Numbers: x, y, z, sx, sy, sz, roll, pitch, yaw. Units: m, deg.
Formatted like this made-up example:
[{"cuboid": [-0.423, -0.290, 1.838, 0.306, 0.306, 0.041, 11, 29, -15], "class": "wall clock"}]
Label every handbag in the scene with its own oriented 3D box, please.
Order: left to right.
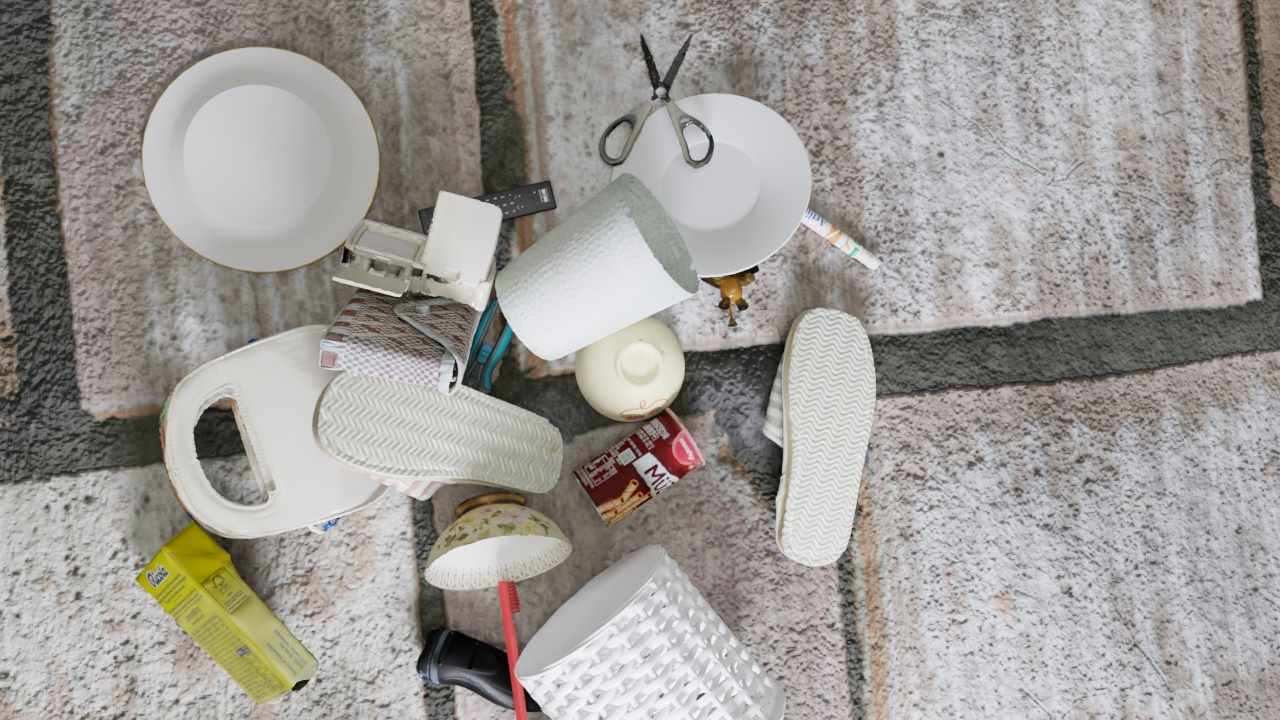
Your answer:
[{"cuboid": [-0.343, 0.075, 0.874, 0.199, 0.093, 0.200, -17, 91, -26], "class": "handbag"}, {"cuboid": [-0.217, -0.033, 0.861, 0.124, 0.185, 0.047, 10, 112, -8], "class": "handbag"}]

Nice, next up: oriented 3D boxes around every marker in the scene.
[{"cuboid": [0.201, -0.145, 1.004, 0.145, 0.017, 0.017, 33, 84, -6], "class": "marker"}]

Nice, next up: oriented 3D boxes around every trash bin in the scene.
[{"cuboid": [-0.046, -0.083, 0.892, 0.162, 0.133, 0.133, -30, 93, 19], "class": "trash bin"}]

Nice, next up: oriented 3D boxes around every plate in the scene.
[{"cuboid": [-0.380, -0.203, 0.919, 0.229, 0.021, 0.229, 0, 89, -8], "class": "plate"}, {"cuboid": [0.072, -0.183, 0.960, 0.209, 0.015, 0.208, -2, 74, 8], "class": "plate"}]

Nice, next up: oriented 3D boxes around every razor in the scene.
[{"cuboid": [-0.159, 0.320, 0.929, 0.140, 0.064, 0.052, 30, 42, -15], "class": "razor"}]

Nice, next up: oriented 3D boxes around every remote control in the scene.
[{"cuboid": [-0.159, -0.158, 0.956, 0.140, 0.009, 0.030, -15, 91, -8], "class": "remote control"}]

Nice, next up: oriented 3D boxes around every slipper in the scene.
[{"cuboid": [-0.190, 0.077, 0.882, 0.262, 0.052, 0.115, 17, 70, -39], "class": "slipper"}, {"cuboid": [0.189, 0.080, 0.978, 0.114, 0.054, 0.272, 6, 83, -12], "class": "slipper"}]

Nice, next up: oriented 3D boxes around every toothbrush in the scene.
[{"cuboid": [-0.117, 0.325, 0.909, 0.017, 0.012, 0.212, -1, 77, -38], "class": "toothbrush"}]

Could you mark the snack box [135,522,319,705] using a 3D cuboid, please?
[{"cuboid": [-0.386, 0.243, 0.864, 0.181, 0.122, 0.045, 49, 45, -5], "class": "snack box"}]

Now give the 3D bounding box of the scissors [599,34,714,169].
[{"cuboid": [0.019, -0.265, 0.970, 0.157, 0.012, 0.171, -38, 76, 0], "class": "scissors"}]

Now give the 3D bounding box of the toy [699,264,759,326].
[{"cuboid": [0.092, -0.085, 0.961, 0.076, 0.063, 0.100, 2, 70, -26], "class": "toy"}]

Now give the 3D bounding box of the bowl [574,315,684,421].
[{"cuboid": [-0.006, 0.005, 0.942, 0.118, 0.074, 0.118, 0, 89, -8], "class": "bowl"}]

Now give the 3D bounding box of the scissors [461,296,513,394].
[{"cuboid": [-0.172, 0.001, 0.947, 0.136, 0.019, 0.139, -26, 94, -5], "class": "scissors"}]

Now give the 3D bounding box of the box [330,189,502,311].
[{"cuboid": [-0.201, -0.107, 0.849, 0.143, 0.183, 0.099, 14, 113, -12], "class": "box"}]

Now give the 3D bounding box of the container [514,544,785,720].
[{"cuboid": [0.008, 0.307, 0.880, 0.189, 0.189, 0.187, -40, 93, -7], "class": "container"}]

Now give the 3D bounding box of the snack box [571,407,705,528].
[{"cuboid": [-0.002, 0.111, 0.941, 0.121, 0.072, 0.072, -33, 93, -7], "class": "snack box"}]

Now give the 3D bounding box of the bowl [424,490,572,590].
[{"cuboid": [-0.143, 0.172, 0.903, 0.145, 0.145, 0.063, -11, 61, -8], "class": "bowl"}]
